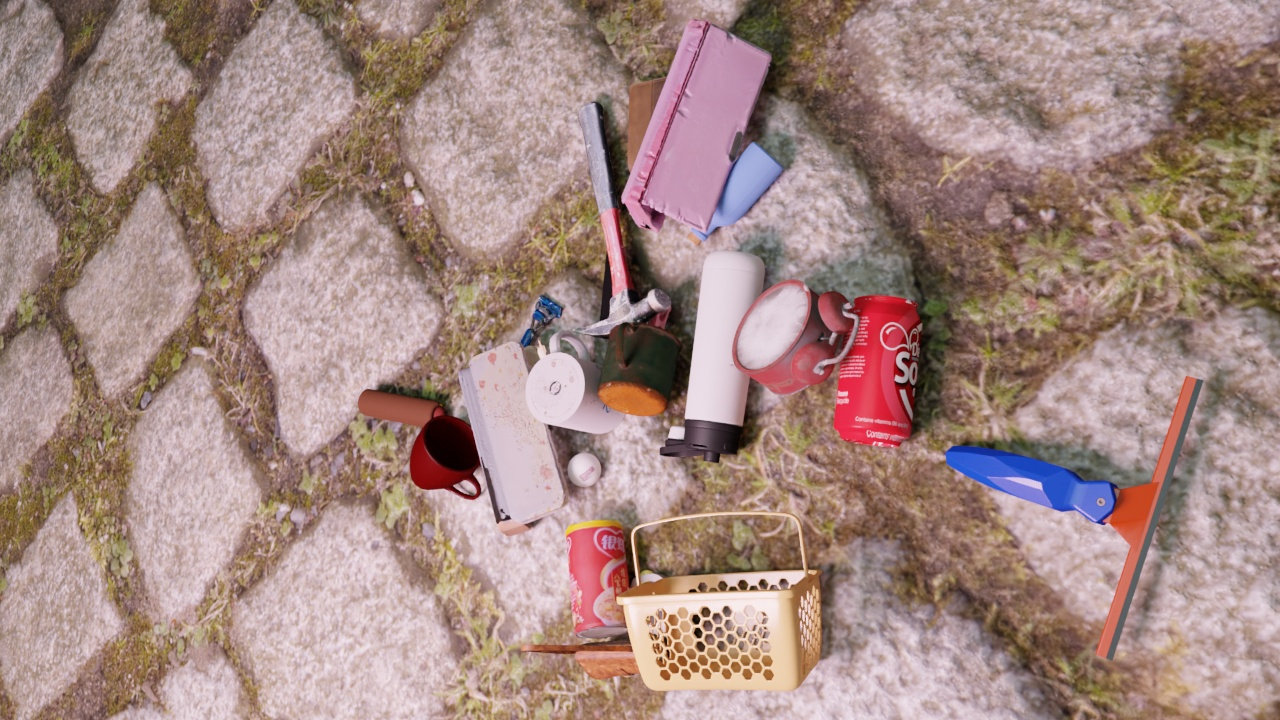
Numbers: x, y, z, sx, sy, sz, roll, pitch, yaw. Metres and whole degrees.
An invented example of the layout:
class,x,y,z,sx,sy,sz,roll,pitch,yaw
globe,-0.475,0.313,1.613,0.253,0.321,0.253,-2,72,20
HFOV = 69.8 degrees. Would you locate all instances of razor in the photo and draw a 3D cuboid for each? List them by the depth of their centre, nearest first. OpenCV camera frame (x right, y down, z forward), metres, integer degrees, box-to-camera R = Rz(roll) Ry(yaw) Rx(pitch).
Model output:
class,x,y,z,sx,sy,sz,roll,pitch,yaw
razor,-0.149,-0.017,1.190,0.044,0.018,0.141,33,98,32

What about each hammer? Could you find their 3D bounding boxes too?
class,x,y,z,sx,sy,sz,roll,pitch,yaw
hammer,-0.045,-0.177,1.139,0.141,0.036,0.325,-30,61,39

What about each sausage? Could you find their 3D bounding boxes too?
class,x,y,z,sx,sy,sz,roll,pitch,yaw
sausage,-0.330,0.067,1.272,0.156,0.040,0.040,7,84,32

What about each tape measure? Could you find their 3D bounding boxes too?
class,x,y,z,sx,sy,sz,roll,pitch,yaw
tape measure,0.018,0.271,1.028,0.065,0.016,0.064,9,85,33

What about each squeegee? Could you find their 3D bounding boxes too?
class,x,y,z,sx,sy,sz,roll,pitch,yaw
squeegee,0.363,0.111,0.827,0.185,0.055,0.249,18,89,44

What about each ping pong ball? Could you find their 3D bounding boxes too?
class,x,y,z,sx,sy,sz,roll,pitch,yaw
ping pong ball,-0.067,0.131,1.095,0.040,0.040,0.040,-7,76,30

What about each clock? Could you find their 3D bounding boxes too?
class,x,y,z,sx,sy,sz,roll,pitch,yaw
clock,0.164,-0.020,0.922,0.157,0.062,0.109,4,65,61

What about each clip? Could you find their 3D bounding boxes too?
class,x,y,z,sx,sy,sz,roll,pitch,yaw
clip,0.022,-0.045,1.092,0.023,0.043,0.060,15,116,39

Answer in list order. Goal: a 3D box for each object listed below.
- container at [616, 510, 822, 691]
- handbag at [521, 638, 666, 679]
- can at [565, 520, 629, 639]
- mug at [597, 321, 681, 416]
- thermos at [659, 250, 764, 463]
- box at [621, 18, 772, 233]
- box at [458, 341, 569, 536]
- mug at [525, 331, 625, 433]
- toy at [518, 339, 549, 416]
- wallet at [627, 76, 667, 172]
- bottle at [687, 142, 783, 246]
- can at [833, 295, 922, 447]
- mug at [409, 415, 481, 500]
class,x,y,z,sx,sy,sz,roll,pitch,yaw
container,0.084,0.235,0.923,0.184,0.129,0.167,-10,86,24
handbag,-0.053,0.310,0.958,0.094,0.195,0.043,-13,67,31
can,-0.047,0.246,1.032,0.067,0.066,0.124,-22,59,26
mug,-0.006,0.006,1.030,0.085,0.111,0.081,1,63,22
thermos,0.078,-0.003,1.022,0.101,0.068,0.229,2,82,45
box,0.071,-0.257,1.044,0.107,0.099,0.232,18,80,16
box,-0.153,0.096,1.127,0.095,0.115,0.217,-15,73,-7
mug,-0.076,0.023,1.090,0.083,0.096,0.119,-20,70,27
toy,-0.128,0.019,1.148,0.113,0.050,0.087,-51,58,33
wallet,0.031,-0.294,1.133,0.099,0.027,0.121,-5,76,26
bottle,0.103,-0.185,1.052,0.131,0.048,0.048,-48,60,14
can,0.236,0.012,0.913,0.074,0.074,0.142,4,82,32
mug,-0.254,0.141,1.195,0.114,0.086,0.089,47,126,2
